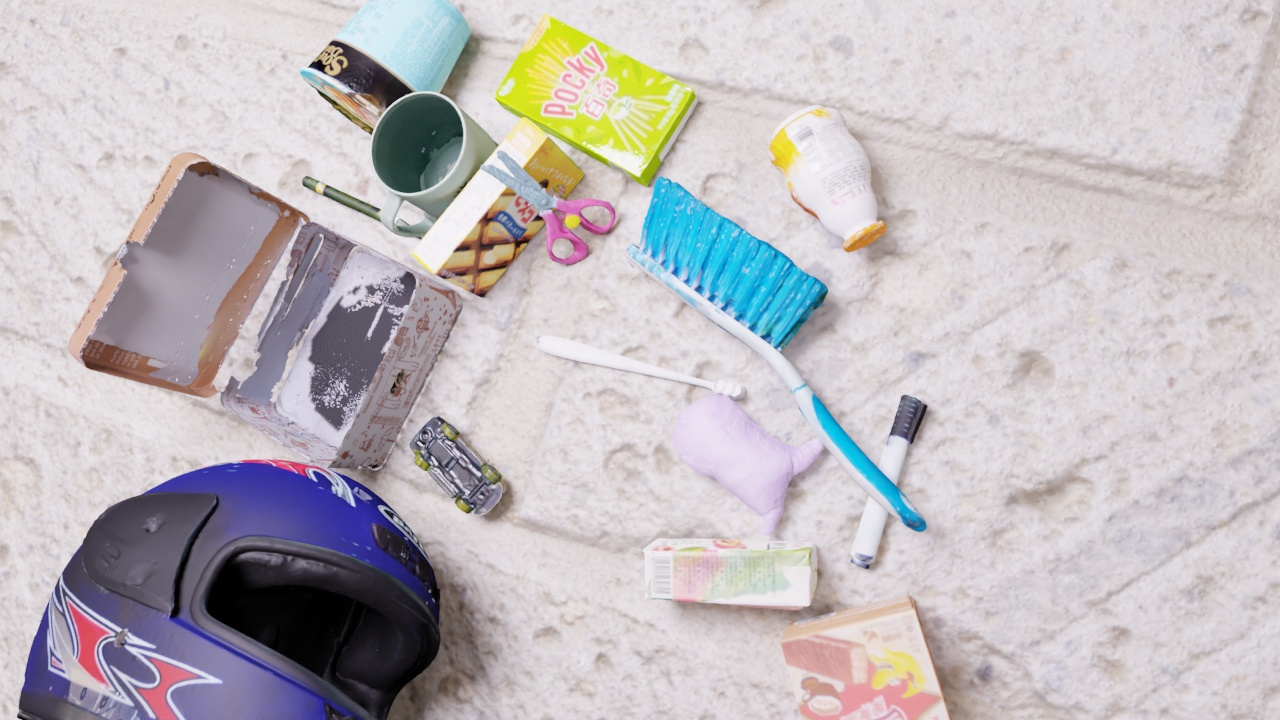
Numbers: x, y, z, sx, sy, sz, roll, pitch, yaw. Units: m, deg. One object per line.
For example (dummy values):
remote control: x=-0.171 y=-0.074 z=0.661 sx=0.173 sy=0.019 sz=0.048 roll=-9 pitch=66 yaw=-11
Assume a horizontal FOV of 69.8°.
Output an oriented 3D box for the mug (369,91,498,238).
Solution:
mug: x=-0.165 y=-0.147 z=0.749 sx=0.082 sy=0.106 sz=0.112 roll=34 pitch=92 yaw=16

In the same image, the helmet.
helmet: x=-0.260 y=0.193 z=0.653 sx=0.316 sy=0.247 sz=0.239 roll=4 pitch=51 yaw=32

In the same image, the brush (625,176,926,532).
brush: x=0.109 y=-0.012 z=0.683 sx=0.314 sy=0.060 sz=0.109 roll=38 pitch=99 yaw=19

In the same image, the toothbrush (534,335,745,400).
toothbrush: x=-0.004 y=0.004 z=0.733 sx=0.180 sy=0.016 sz=0.016 roll=14 pitch=84 yaw=16

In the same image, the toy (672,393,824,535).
toy: x=0.075 y=0.068 z=0.692 sx=0.108 sy=0.039 sz=0.084 roll=34 pitch=89 yaw=13

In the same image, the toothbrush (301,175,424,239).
toothbrush: x=-0.225 y=-0.130 z=0.813 sx=0.186 sy=0.012 sz=0.017 roll=25 pitch=84 yaw=17

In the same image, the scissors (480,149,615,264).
scissors: x=-0.080 y=-0.117 z=0.717 sx=0.072 sy=0.137 sz=0.017 roll=-48 pitch=48 yaw=17

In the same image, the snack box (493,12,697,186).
snack box: x=-0.039 y=-0.219 z=0.767 sx=0.156 sy=0.026 sz=0.086 roll=33 pitch=91 yaw=17

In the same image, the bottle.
bottle: x=0.143 y=-0.135 z=0.688 sx=0.063 sy=0.063 sz=0.108 roll=-29 pitch=76 yaw=9

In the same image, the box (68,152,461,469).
box: x=-0.275 y=-0.025 z=0.724 sx=0.158 sy=0.217 sz=0.180 roll=28 pitch=88 yaw=28

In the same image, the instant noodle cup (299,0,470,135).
instant noodle cup: x=-0.207 y=-0.258 z=0.782 sx=0.111 sy=0.111 sz=0.120 roll=31 pitch=84 yaw=17

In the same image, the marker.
marker: x=0.181 y=0.089 z=0.671 sx=0.023 sy=0.018 sz=0.130 roll=14 pitch=85 yaw=45

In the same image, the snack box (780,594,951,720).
snack box: x=0.156 y=0.222 z=0.630 sx=0.093 sy=0.077 sz=0.094 roll=-17 pitch=79 yaw=12

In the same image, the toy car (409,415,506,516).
toy car: x=-0.147 y=0.087 z=0.751 sx=0.090 sy=0.035 sz=0.042 roll=43 pitch=96 yaw=15

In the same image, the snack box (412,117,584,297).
snack box: x=-0.113 y=-0.120 z=0.742 sx=0.034 sy=0.087 sz=0.140 roll=40 pitch=93 yaw=18

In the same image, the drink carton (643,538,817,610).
drink carton: x=0.067 y=0.157 z=0.675 sx=0.123 sy=0.053 sz=0.045 roll=-1 pitch=86 yaw=15
